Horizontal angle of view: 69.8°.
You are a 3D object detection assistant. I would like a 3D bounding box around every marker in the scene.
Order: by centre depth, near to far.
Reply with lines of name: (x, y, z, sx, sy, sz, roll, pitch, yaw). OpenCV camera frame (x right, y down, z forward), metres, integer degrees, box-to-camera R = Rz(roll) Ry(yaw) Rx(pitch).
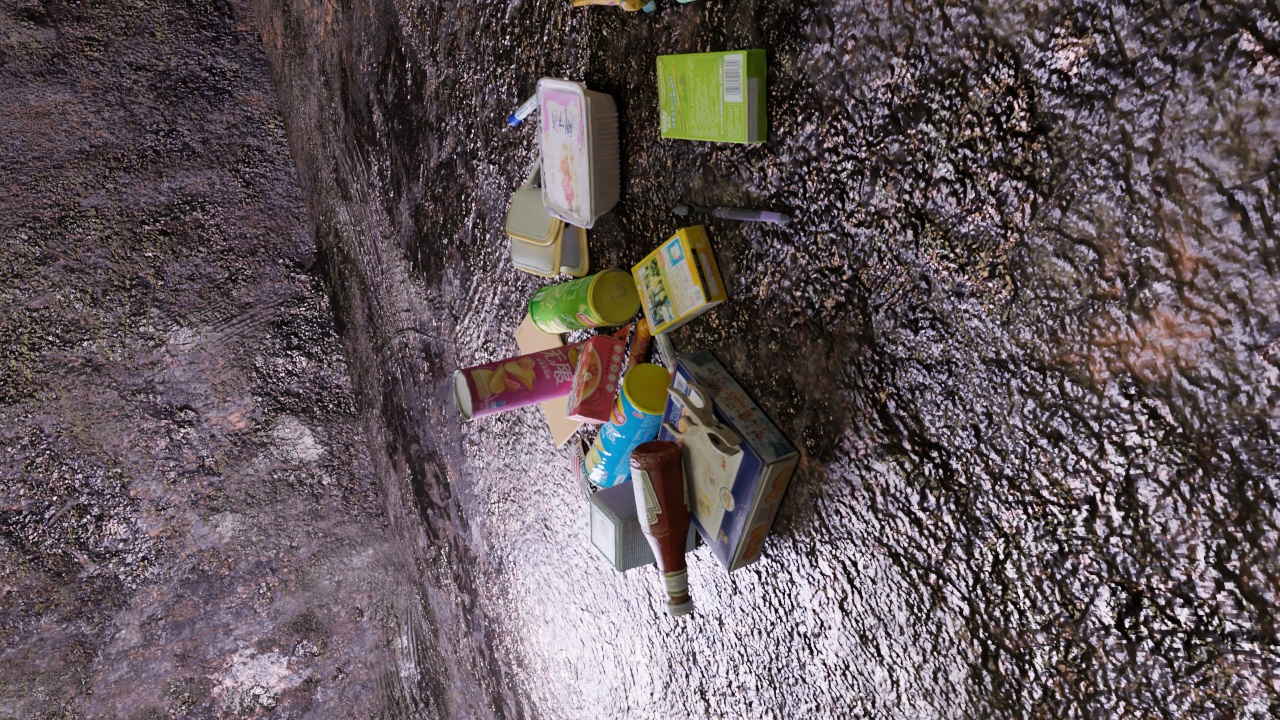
marker: (0.027, -0.028, 1.107, 0.017, 0.017, 0.145, -42, 65, 59)
marker: (-0.155, -0.360, 1.293, 0.146, 0.016, 0.017, -9, 94, 62)

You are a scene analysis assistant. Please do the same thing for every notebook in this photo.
notebook: (-0.140, 0.017, 1.443, 0.150, 0.012, 0.211, -47, 61, 56)

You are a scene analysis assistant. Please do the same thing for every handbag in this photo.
handbag: (-0.136, -0.209, 1.285, 0.163, 0.063, 0.179, 23, 118, 55)

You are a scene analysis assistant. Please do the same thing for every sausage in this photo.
sausage: (-0.007, 0.007, 1.180, 0.021, 0.021, 0.165, 54, 146, 35)

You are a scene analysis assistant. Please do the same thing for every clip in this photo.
clip: (0.062, 0.073, 0.975, 0.102, 0.034, 0.095, 56, 142, 21)

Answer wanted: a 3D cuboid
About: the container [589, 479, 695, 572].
container: (0.000, 0.204, 1.160, 0.090, 0.111, 0.090, 34, 132, 52)

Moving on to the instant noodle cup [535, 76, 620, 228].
instant noodle cup: (-0.073, -0.261, 1.142, 0.138, 0.060, 0.174, 32, 128, 53)

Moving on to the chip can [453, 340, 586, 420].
chip can: (-0.140, 0.023, 1.231, 0.071, 0.210, 0.071, 36, 133, 51)

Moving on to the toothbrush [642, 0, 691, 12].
toothbrush: (0.056, -0.364, 0.891, 0.225, 0.026, 0.027, 21, 142, 57)

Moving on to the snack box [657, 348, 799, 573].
snack box: (0.086, 0.112, 1.029, 0.182, 0.045, 0.178, 52, 144, 38)

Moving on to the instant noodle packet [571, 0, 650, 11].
instant noodle packet: (-0.020, -0.421, 0.965, 0.128, 0.044, 0.111, 31, 101, 52)

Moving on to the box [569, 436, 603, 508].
box: (-0.064, 0.184, 1.329, 0.164, 0.059, 0.072, 58, 163, 31)

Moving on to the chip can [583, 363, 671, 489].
chip can: (-0.015, 0.089, 1.180, 0.071, 0.071, 0.211, 63, 150, 24)

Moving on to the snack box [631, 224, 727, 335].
snack box: (0.041, -0.088, 1.039, 0.141, 0.033, 0.087, -29, 77, 60)

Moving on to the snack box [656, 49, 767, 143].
snack box: (0.068, -0.263, 0.914, 0.156, 0.026, 0.086, 24, 123, 56)

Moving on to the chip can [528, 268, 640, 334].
chip can: (-0.080, -0.075, 1.224, 0.222, 0.072, 0.072, -3, 99, 62)

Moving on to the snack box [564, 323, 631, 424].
snack box: (-0.056, 0.015, 1.167, 0.113, 0.044, 0.127, 156, 127, -77)

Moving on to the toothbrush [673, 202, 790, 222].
toothbrush: (0.089, -0.151, 0.940, 0.189, 0.016, 0.014, 20, 119, 56)

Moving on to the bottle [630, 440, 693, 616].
bottle: (0.031, 0.196, 1.060, 0.060, 0.059, 0.206, 13, 116, 60)
